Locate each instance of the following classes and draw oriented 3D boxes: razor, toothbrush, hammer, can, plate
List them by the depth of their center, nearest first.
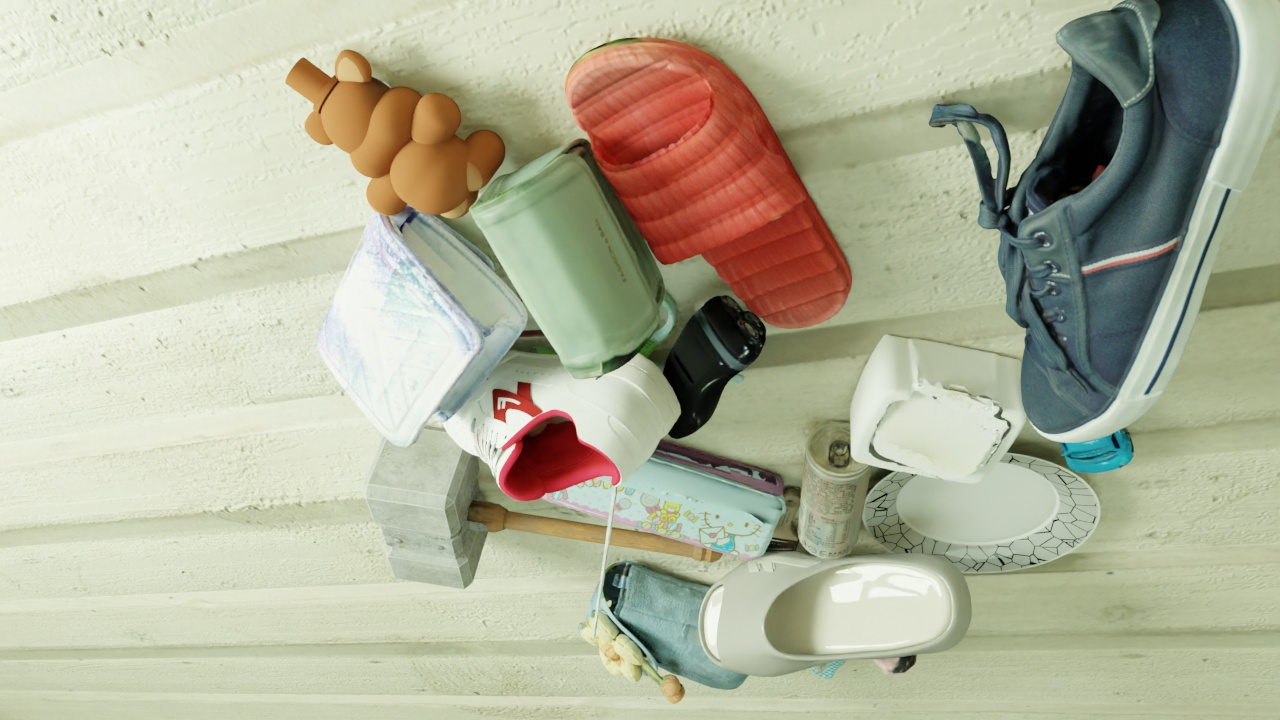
[{"bbox_3d":[0.048,0.009,0.673,0.063,0.053,0.141,-19,154,-28],"label":"razor"},{"bbox_3d":[-0.020,0.131,0.721,0.010,0.181,0.010,17,144,-12],"label":"toothbrush"},{"bbox_3d":[0.162,0.112,0.770,0.054,0.054,0.136,4,139,9],"label":"can"},{"bbox_3d":[0.288,0.128,0.785,0.188,0.016,0.189,7,140,6],"label":"plate"},{"bbox_3d":[-0.081,0.155,0.856,0.318,0.082,0.163,8,140,5],"label":"hammer"}]

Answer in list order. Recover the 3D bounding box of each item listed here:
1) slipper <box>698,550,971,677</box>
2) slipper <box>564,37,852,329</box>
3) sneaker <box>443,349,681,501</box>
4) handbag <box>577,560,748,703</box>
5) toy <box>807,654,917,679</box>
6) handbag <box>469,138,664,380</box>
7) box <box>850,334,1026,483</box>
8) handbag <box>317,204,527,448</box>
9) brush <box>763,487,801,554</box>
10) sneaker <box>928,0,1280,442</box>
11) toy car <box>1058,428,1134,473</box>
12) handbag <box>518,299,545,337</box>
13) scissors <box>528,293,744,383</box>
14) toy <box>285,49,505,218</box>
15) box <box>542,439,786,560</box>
[{"bbox_3d":[0.151,0.223,0.815,0.267,0.112,0.080,-14,160,34],"label":"slipper"},{"bbox_3d":[0.050,-0.090,0.560,0.104,0.059,0.248,-22,131,34],"label":"slipper"},{"bbox_3d":[-0.088,0.057,0.696,0.237,0.104,0.090,-2,131,39],"label":"sneaker"},{"bbox_3d":[0.031,0.292,0.961,0.192,0.118,0.122,20,139,-1],"label":"handbag"},{"bbox_3d":[0.198,0.248,0.911,0.105,0.130,0.206,48,145,5],"label":"toy"},{"bbox_3d":[-0.038,-0.063,0.558,0.067,0.106,0.122,-21,111,21],"label":"handbag"},{"bbox_3d":[0.213,0.049,0.658,0.107,0.091,0.103,9,141,0],"label":"box"},{"bbox_3d":[-0.165,-0.027,0.671,0.126,0.069,0.159,48,132,5],"label":"handbag"},{"bbox_3d":[0.132,0.165,0.871,0.039,0.012,0.151,8,139,5],"label":"brush"},{"bbox_3d":[0.232,-0.061,0.516,0.127,0.120,0.295,-6,135,2],"label":"sneaker"},{"bbox_3d":[0.333,0.055,0.680,0.048,0.032,0.105,-17,133,29],"label":"toy car"},{"bbox_3d":[-0.062,-0.038,0.672,0.120,0.029,0.055,-16,113,37],"label":"handbag"},{"bbox_3d":[-0.004,0.004,0.716,0.171,0.021,0.173,5,136,2],"label":"scissors"},{"bbox_3d":[-0.152,-0.139,0.562,0.127,0.065,0.095,36,127,-14],"label":"toy"},{"bbox_3d":[0.020,0.108,0.804,0.214,0.065,0.078,18,127,-6],"label":"box"}]
